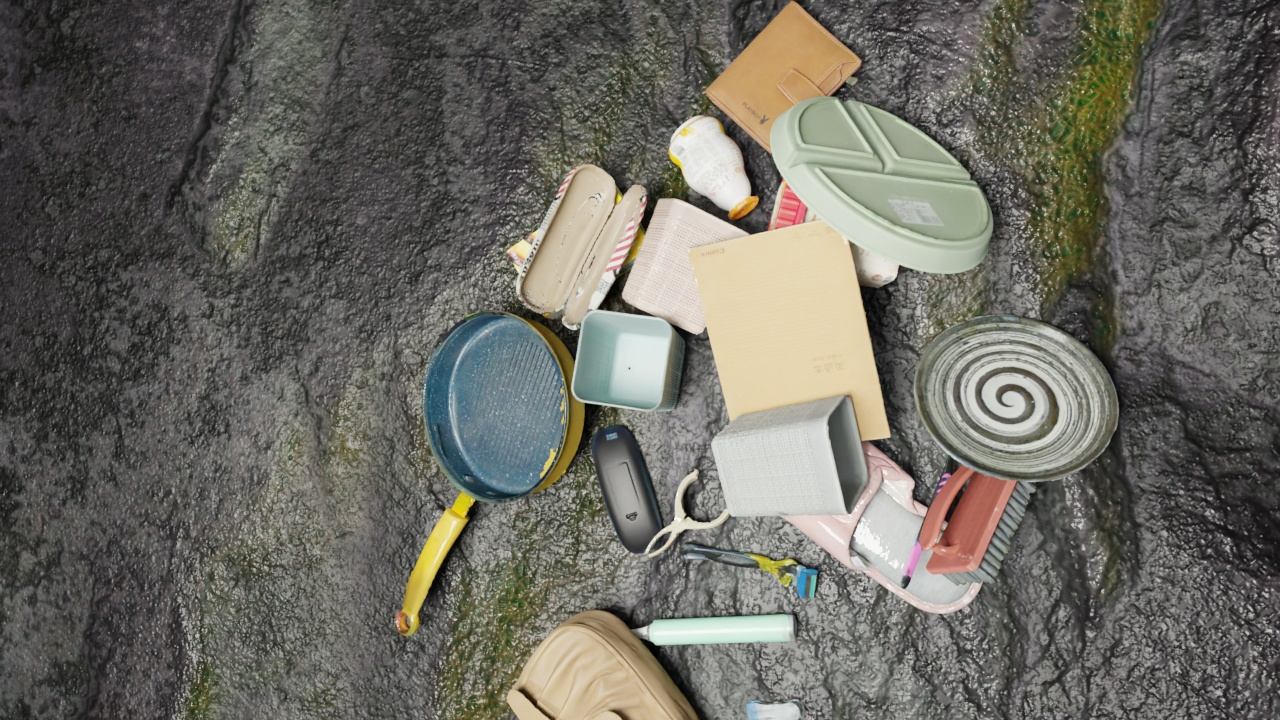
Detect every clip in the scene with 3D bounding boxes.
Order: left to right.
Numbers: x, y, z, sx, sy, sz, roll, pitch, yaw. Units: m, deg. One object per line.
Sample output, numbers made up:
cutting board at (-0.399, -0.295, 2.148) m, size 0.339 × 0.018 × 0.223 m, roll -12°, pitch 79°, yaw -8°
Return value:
clip at (0.056, 0.162, 0.926) m, size 0.098 × 0.035 × 0.099 m, roll 17°, pitch 81°, yaw 9°
clip at (0.132, 0.346, 0.902) m, size 0.057 × 0.028 × 0.024 m, roll -13°, pitch 80°, yaw 22°

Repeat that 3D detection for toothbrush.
toothbrush at (0.045, 0.274, 0.926) m, size 0.225 × 0.027 × 0.026 m, roll -6°, pitch 79°, yaw 12°
toothbrush at (0.280, 0.128, 0.857) m, size 0.014 × 0.018 × 0.188 m, roll 34°, pitch 69°, yaw -15°

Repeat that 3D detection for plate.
plate at (0.227, -0.169, 0.843) m, size 0.230 × 0.229 × 0.028 m, roll 42°, pitch 135°, yaw 14°
plate at (0.345, 0.035, 0.854) m, size 0.179 × 0.024 × 0.179 m, roll -4°, pitch 59°, yaw 6°

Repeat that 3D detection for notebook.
notebook at (0.138, -0.019, 0.857) m, size 0.150 × 0.012 × 0.211 m, roll -10°, pitch 102°, yaw 25°

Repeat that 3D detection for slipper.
slipper at (0.207, 0.140, 0.886) m, size 0.274 × 0.054 × 0.114 m, roll 40°, pitch 94°, yaw 13°

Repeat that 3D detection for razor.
razor at (0.107, 0.204, 0.922) m, size 0.143 × 0.022 × 0.043 m, roll 10°, pitch 131°, yaw 17°

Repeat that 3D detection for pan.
pan at (-0.178, 0.122, 0.955) m, size 0.198 × 0.078 × 0.358 m, roll 25°, pitch 104°, yaw 31°

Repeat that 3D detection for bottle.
bottle at (0.078, -0.197, 0.945) m, size 0.063 × 0.063 × 0.108 m, roll -35°, pitch 77°, yaw 8°

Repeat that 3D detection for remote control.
remote control at (-0.016, 0.134, 0.955) m, size 0.053 × 0.024 × 0.136 m, roll -20°, pitch 81°, yaw 8°

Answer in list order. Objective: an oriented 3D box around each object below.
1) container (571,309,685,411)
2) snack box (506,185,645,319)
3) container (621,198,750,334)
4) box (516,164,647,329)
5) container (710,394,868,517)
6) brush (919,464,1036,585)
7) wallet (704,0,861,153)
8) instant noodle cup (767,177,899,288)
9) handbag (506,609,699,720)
container at (-0.005, 0.005, 0.920) m, size 0.090 × 0.111 × 0.090 m, roll 8°, pitch 86°, yaw 15°
snack box at (-0.064, -0.117, 0.987) m, size 0.140 × 0.033 × 0.087 m, roll -31°, pitch 79°, yaw 6°
container at (0.042, -0.093, 0.921) m, size 0.090 × 0.090 × 0.111 m, roll 24°, pitch 93°, yaw -15°
box at (-0.061, -0.116, 0.930) m, size 0.085 × 0.075 × 0.162 m, roll 24°, pitch 93°, yaw -19°
container at (0.135, 0.090, 0.835) m, size 0.114 × 0.090 × 0.090 m, roll -10°, pitch 100°, yaw 28°
brush at (0.309, 0.131, 0.839) m, size 0.069 × 0.063 × 0.145 m, roll 40°, pitch 65°, yaw -6°
wallet at (0.153, -0.289, 0.955) m, size 0.131 × 0.035 × 0.119 m, roll -45°, pitch 71°, yaw 6°
instant noodle cup at (0.190, -0.126, 0.894) m, size 0.124 × 0.116 × 0.116 m, roll 15°, pitch 88°, yaw 2°
handbag at (-0.033, 0.355, 0.894) m, size 0.148 × 0.099 × 0.204 m, roll -43°, pitch 81°, yaw 15°
